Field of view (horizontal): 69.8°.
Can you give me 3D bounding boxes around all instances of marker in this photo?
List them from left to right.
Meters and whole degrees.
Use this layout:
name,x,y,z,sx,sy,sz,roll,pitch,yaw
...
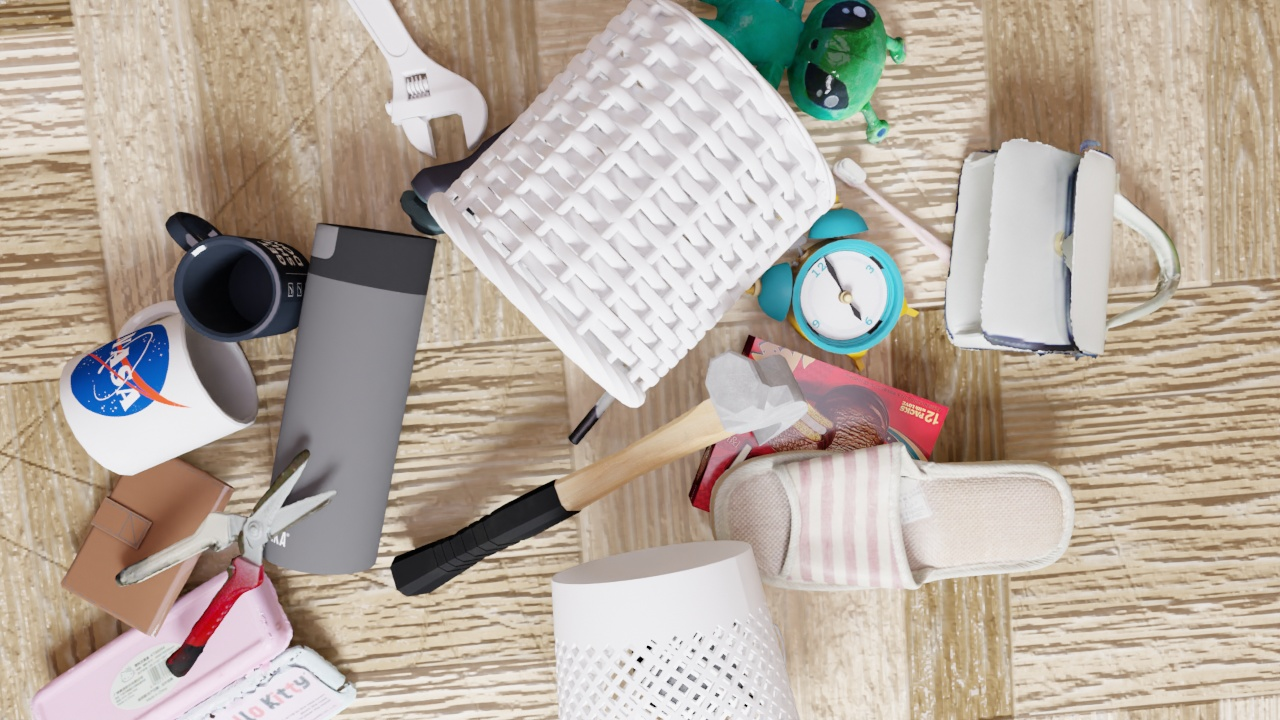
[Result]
name,x,y,z,sx,sy,sz,roll,pitch,yaw
marker,-0.004,0.004,0.694,0.011,0.011,0.152,39,93,-5

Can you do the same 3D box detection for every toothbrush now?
name,x,y,z,sx,sy,sz,roll,pitch,yaw
toothbrush,0.217,-0.092,0.688,0.181,0.018,0.015,38,88,-6

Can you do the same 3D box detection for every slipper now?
name,x,y,z,sx,sy,sz,roll,pitch,yaw
slipper,0.182,0.111,0.651,0.263,0.052,0.115,0,96,-2

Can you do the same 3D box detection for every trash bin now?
name,x,y,z,sx,sy,sz,roll,pitch,yaw
trash bin,0.023,0.229,0.595,0.195,0.195,0.199,-9,86,-1

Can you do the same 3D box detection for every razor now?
name,x,y,z,sx,sy,sz,roll,pitch,yaw
razor,-0.106,-0.141,0.661,0.143,0.052,0.047,-36,54,0

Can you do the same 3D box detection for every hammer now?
name,x,y,z,sx,sy,sz,roll,pitch,yaw
hammer,-0.037,0.087,0.636,0.329,0.131,0.039,-29,71,19

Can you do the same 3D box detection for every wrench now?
name,x,y,z,sx,sy,sz,roll,pitch,yaw
wrench,-0.200,-0.267,0.661,0.066,0.018,0.273,-32,94,1

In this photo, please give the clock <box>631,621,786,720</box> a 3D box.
name,x,y,z,sx,sy,sz,roll,pitch,yaw
clock,0.051,0.229,0.700,0.121,0.042,0.091,-7,95,-1

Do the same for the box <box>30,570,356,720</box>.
name,x,y,z,sx,sy,sz,roll,pitch,yaw
box,-0.336,0.257,0.684,0.201,0.066,0.153,-33,95,2

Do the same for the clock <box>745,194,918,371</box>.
name,x,y,z,sx,sy,sz,roll,pitch,yaw
clock,0.140,-0.057,0.678,0.129,0.043,0.099,43,93,-12

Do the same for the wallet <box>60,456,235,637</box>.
name,x,y,z,sx,sy,sz,roll,pitch,yaw
wallet,-0.363,0.130,0.678,0.087,0.013,0.121,25,83,10

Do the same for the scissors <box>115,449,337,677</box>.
name,x,y,z,sx,sy,sz,roll,pitch,yaw
scissors,-0.290,0.140,0.633,0.179,0.015,0.185,6,93,18

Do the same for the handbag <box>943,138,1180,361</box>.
name,x,y,z,sx,sy,sz,roll,pitch,yaw
handbag,0.319,-0.075,0.662,0.176,0.074,0.151,7,90,-11

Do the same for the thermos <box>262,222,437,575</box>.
name,x,y,z,sx,sy,sz,roll,pitch,yaw
thermos,-0.208,0.023,0.655,0.082,0.082,0.240,12,95,-3

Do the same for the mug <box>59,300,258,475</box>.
name,x,y,z,sx,sy,sz,roll,pitch,yaw
mug,-0.340,0.010,0.654,0.090,0.091,0.121,-23,61,0

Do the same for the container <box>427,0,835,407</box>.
name,x,y,z,sx,sy,sz,roll,pitch,yaw
container,-0.005,-0.099,0.596,0.187,0.189,0.189,-45,95,1

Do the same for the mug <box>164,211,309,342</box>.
name,x,y,z,sx,sy,sz,roll,pitch,yaw
mug,-0.287,-0.063,0.647,0.071,0.077,0.105,-43,95,2

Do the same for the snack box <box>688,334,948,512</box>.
name,x,y,z,sx,sy,sz,roll,pitch,yaw
snack box,0.132,0.070,0.691,0.152,0.036,0.132,20,94,-3

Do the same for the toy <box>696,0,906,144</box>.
name,x,y,z,sx,sy,sz,roll,pitch,yaw
toy,0.105,-0.225,0.651,0.193,0.072,0.131,17,96,-12
